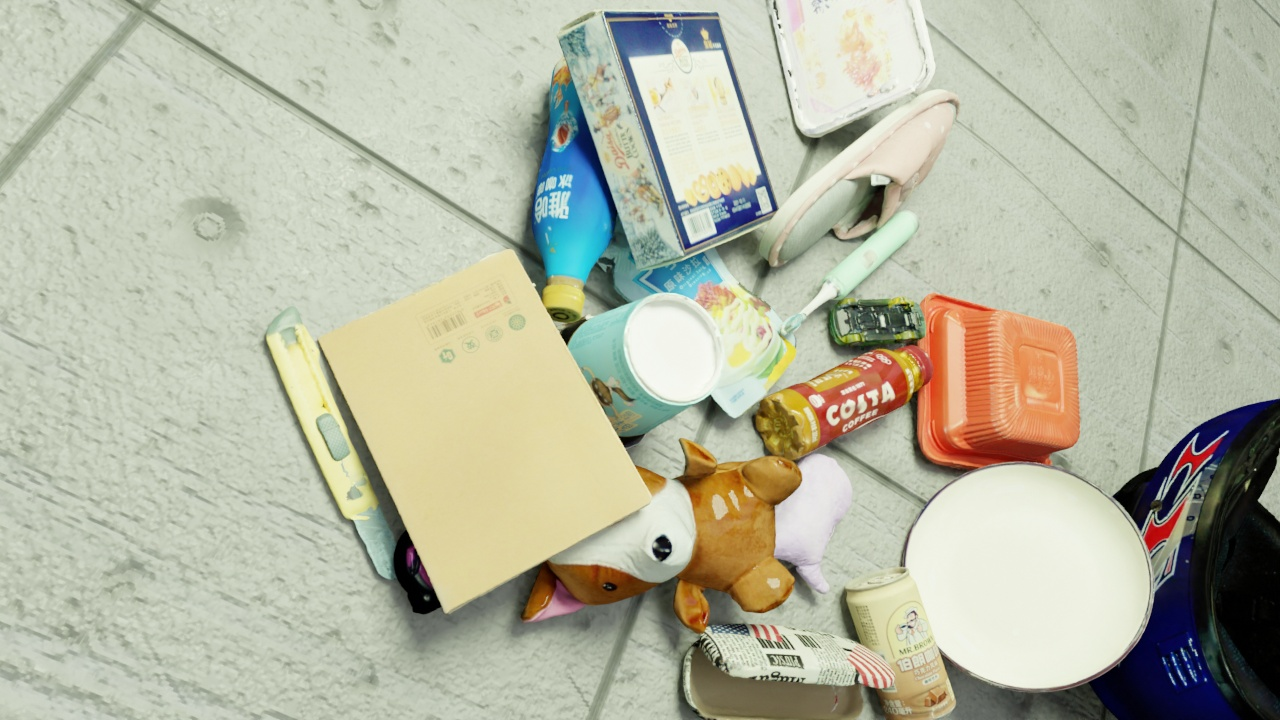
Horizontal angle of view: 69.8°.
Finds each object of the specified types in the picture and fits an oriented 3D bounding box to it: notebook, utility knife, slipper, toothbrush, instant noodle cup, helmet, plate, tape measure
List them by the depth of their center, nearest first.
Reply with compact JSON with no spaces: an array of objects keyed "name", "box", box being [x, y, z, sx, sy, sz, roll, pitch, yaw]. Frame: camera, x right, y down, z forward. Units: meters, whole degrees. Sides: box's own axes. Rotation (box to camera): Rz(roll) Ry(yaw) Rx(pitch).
[{"name":"tape measure","box":[-0.131,0.131,0.603,0.056,0.039,0.058,-16,87,-42]},{"name":"notebook","box":[-0.105,0.038,0.605,0.147,0.008,0.207,-27,73,-11]},{"name":"utility knife","box":[-0.201,0.058,0.608,0.030,0.021,0.198,-24,94,-31]},{"name":"instant noodle cup","box":[-0.004,0.004,0.661,0.111,0.121,0.111,7,73,-26]},{"name":"plate","box":[0.322,0.181,0.772,0.039,0.193,0.192,47,53,-53]},{"name":"helmet","box":[0.514,0.195,0.809,0.247,0.241,0.315,24,75,0]},{"name":"toothbrush","box":[0.190,-0.080,0.827,0.223,0.027,0.026,-38,90,-35]},{"name":"slipper","box":[0.212,-0.160,0.829,0.273,0.114,0.054,-36,70,-28]},{"name":"instant noodle cup","box":[0.201,-0.303,0.854,0.060,0.138,0.173,3,74,-51]},{"name":"instant noodle cup","box":[0.347,0.023,0.866,0.188,0.079,0.164,9,77,-30]}]

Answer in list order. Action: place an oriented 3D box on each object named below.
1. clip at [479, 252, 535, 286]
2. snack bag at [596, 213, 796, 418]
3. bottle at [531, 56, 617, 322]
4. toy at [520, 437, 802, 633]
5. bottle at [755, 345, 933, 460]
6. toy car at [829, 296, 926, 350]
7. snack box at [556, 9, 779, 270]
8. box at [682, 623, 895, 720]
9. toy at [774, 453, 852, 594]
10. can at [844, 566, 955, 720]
[{"name":"clip","box":[-0.132,-0.047,0.660,0.104,0.035,0.081,-24,92,-22]},{"name":"snack bag","box":[0.045,-0.052,0.751,0.191,0.039,0.110,49,63,-6]},{"name":"bottle","box":[-0.047,-0.133,0.697,0.065,0.065,0.218,15,65,-24]},{"name":"toy","box":[0.016,0.124,0.647,0.199,0.131,0.140,5,86,-17]},{"name":"bottle","box":[0.180,0.030,0.788,0.174,0.058,0.057,-20,87,-31]},{"name":"toy car","box":[0.213,-0.033,0.832,0.091,0.036,0.043,-1,73,-17]},{"name":"snack box","box":[0.031,-0.178,0.718,0.177,0.046,0.182,-29,102,-53]},{"name":"box","box":[0.116,0.229,0.686,0.163,0.087,0.076,13,56,-21]},{"name":"toy","box":[0.141,0.127,0.752,0.084,0.039,0.107,37,62,-15]},{"name":"can","box":[0.211,0.233,0.750,0.058,0.059,0.116,-14,84,-30]}]
